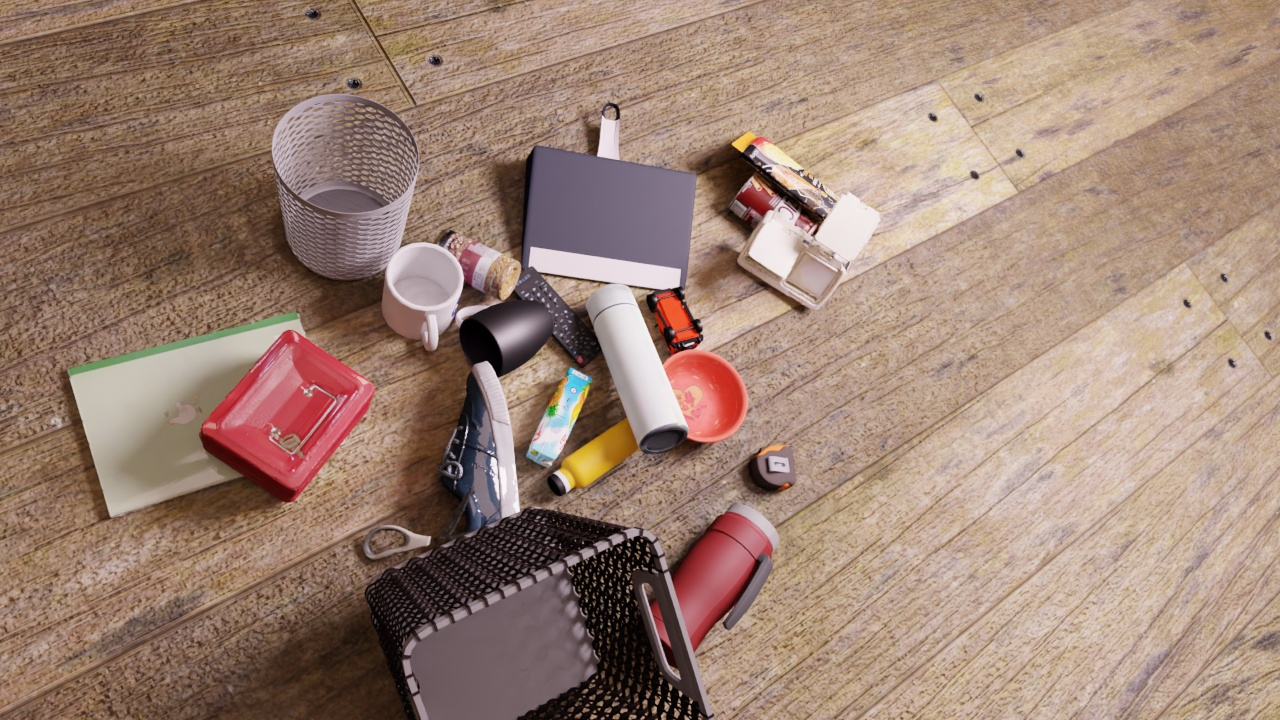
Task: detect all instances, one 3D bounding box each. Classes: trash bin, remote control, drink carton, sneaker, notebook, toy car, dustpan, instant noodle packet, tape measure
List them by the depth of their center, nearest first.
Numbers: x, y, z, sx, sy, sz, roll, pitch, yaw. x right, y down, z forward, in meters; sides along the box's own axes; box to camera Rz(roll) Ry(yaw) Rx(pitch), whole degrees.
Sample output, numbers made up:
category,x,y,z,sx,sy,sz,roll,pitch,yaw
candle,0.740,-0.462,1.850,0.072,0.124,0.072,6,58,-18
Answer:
category,x,y,z,sx,sy,sz,roll,pitch,yaw
notebook,-0.491,0.053,1.047,0.252,0.010,0.182,-18,75,-25
sneaker,-0.195,0.118,1.080,0.087,0.089,0.235,-5,74,-16
trash bin,-0.353,-0.197,1.099,0.156,0.184,0.156,7,66,-16
drink carton,-0.102,0.073,1.152,0.038,0.044,0.128,27,61,-6
remote control,-0.112,-0.056,1.216,0.047,0.022,0.150,-40,86,-28
tape measure,0.177,0.141,1.220,0.058,0.038,0.058,5,67,-17
toy car,0.046,-0.053,1.250,0.051,0.049,0.100,-16,59,-17
dustpan,-0.046,-0.243,1.307,0.236,0.080,0.273,7,87,-16
instant noodle packet,0.237,-0.267,1.379,0.221,0.032,0.159,38,25,-1

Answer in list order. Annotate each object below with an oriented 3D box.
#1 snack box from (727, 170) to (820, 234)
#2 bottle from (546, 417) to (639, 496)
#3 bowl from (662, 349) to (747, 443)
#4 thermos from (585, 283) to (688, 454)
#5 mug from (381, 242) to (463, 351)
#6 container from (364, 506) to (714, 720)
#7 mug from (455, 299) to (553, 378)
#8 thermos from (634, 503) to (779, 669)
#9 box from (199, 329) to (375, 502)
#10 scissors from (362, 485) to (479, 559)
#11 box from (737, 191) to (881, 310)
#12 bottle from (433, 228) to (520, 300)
category,x,y,z,sx,sy,sz,roll,pitch,yaw
snack box,0.197,-0.216,1.358,0.121,0.072,0.072,40,62,1
bottle,-0.052,0.120,1.148,0.143,0.043,0.043,-32,81,-27
bowl,0.074,0.053,1.218,0.130,0.045,0.130,7,66,-16
thermos,-0.007,0.007,1.168,0.067,0.068,0.229,-8,55,-22
mug,-0.267,-0.070,1.128,0.091,0.090,0.121,-7,71,-21
container,-0.112,0.297,0.901,0.245,0.244,0.247,-21,100,-25
mug,-0.175,-0.042,1.162,0.119,0.085,0.100,31,44,30
thermos,0.089,0.271,1.100,0.198,0.108,0.084,-45,124,-26
box,-0.392,0.063,1.025,0.129,0.087,0.157,34,58,-3
scissors,-0.236,0.215,1.029,0.157,0.012,0.171,10,88,7
box,0.219,-0.146,1.258,0.143,0.188,0.104,31,46,2
bottle,-0.212,-0.123,1.177,0.105,0.056,0.056,25,62,7
